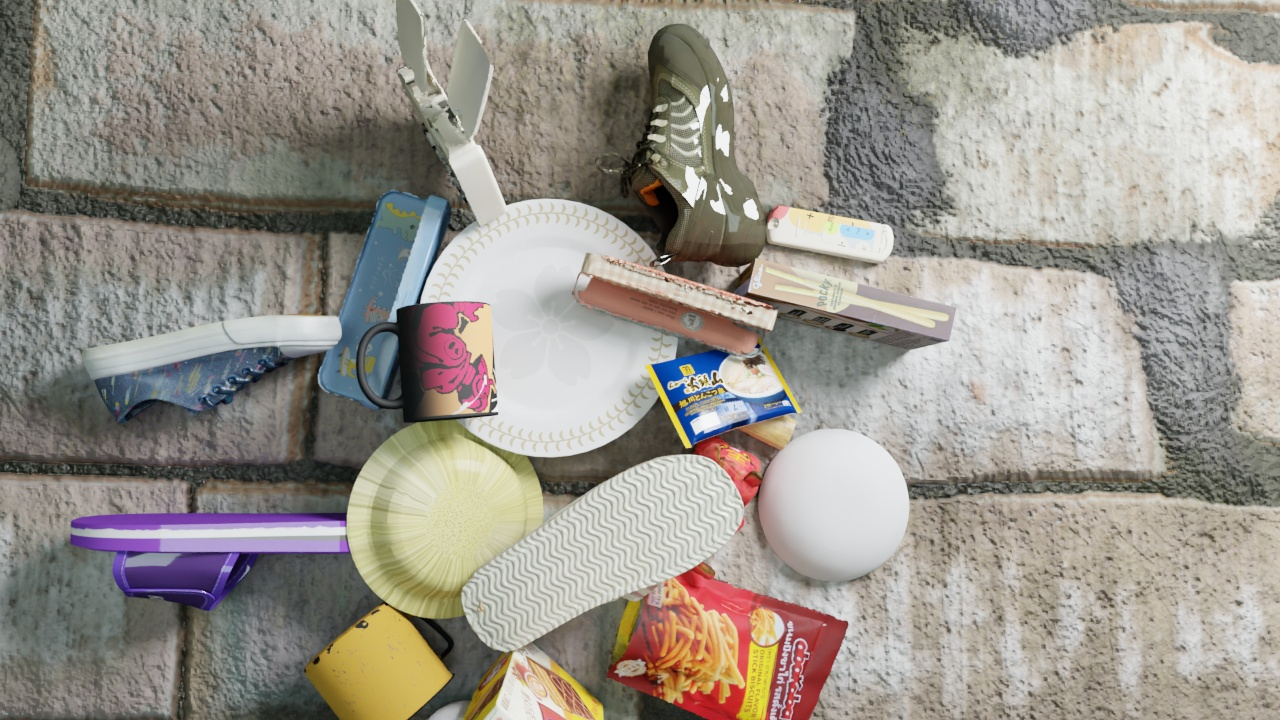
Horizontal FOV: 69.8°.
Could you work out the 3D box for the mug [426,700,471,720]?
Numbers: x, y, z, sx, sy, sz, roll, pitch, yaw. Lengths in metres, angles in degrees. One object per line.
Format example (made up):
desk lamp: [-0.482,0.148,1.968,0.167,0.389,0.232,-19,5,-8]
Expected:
mug: [-0.174,0.361,0.840,0.115,0.068,0.094,26,85,-1]

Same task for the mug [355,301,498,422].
mug: [-0.186,0.004,0.799,0.118,0.082,0.098,-4,86,-19]

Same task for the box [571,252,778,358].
box: [0.030,-0.051,0.837,0.187,0.056,0.071,16,117,-1]

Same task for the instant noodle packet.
instant noodle packet: [0.079,0.027,0.858,0.134,0.026,0.087,-14,66,-29]

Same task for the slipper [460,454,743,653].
slipper: [-0.033,0.171,0.818,0.263,0.052,0.115,-28,92,2]

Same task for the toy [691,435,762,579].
toy: [0.065,0.136,0.853,0.088,0.094,0.133,17,85,-5]

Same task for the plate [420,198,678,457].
plate: [-0.086,-0.031,0.864,0.242,0.016,0.242,0,86,-4]

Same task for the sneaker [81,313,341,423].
sneaker: [-0.391,0.007,0.846,0.235,0.087,0.079,-10,93,1]

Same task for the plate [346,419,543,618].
plate: [-0.167,0.143,0.832,0.184,0.036,0.184,2,86,-28]

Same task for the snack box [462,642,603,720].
snack box: [-0.088,0.311,0.766,0.110,0.230,0.061,41,85,0]

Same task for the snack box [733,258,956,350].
snack box: [0.186,-0.051,0.867,0.186,0.101,0.031,14,85,-2]

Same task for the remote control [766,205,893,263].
remote control: [0.188,-0.125,0.914,0.125,0.018,0.038,11,86,0]

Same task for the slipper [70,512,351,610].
slipper: [-0.373,0.184,0.828,0.266,0.107,0.084,1,86,-7]

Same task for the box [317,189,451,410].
box: [-0.243,-0.062,0.862,0.085,0.073,0.209,17,86,3]

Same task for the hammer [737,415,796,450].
hammer: [-0.005,0.005,0.890,0.330,0.033,0.132,25,84,-1]

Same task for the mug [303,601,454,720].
mug: [-0.230,0.276,0.835,0.094,0.101,0.123,51,45,3]

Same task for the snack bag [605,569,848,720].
snack bag: [0.081,0.278,0.876,0.208,0.067,0.138,24,80,-10]

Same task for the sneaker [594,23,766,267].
sneaker: [0.016,-0.191,0.860,0.142,0.101,0.238,-13,82,-14]

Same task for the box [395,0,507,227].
box: [-0.167,-0.223,0.807,0.058,0.188,0.144,-25,63,-16]

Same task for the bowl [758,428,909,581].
bowl: [0.191,0.141,0.884,0.149,0.043,0.149,0,86,-3]
